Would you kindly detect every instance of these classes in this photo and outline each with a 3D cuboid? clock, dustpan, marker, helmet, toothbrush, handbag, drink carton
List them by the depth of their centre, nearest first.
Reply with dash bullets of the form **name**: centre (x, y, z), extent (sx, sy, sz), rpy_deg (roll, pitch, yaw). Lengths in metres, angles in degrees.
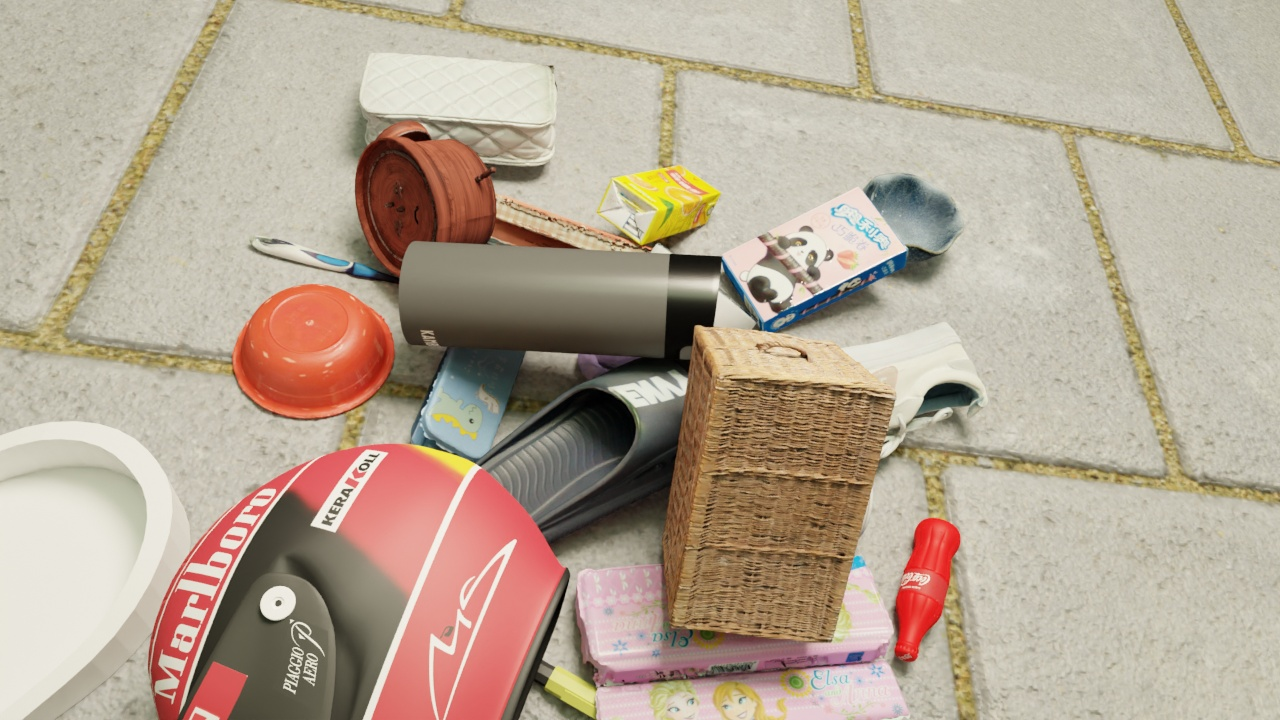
- **helmet**: centre (-0.172, 0.180, 0.550), extent (0.224, 0.198, 0.270), rpy_deg (18, 63, 1)
- **dustpan**: centre (-0.435, 0.151, 0.603), extent (0.191, 0.053, 0.257), rpy_deg (41, 58, 17)
- **marker**: centre (-0.075, 0.219, 0.649), extent (0.124, 0.021, 0.017), rpy_deg (27, 99, 9)
- **clock**: centre (-0.194, -0.142, 0.803), extent (0.158, 0.121, 0.072), rpy_deg (26, 32, 34)
- **toothbrush**: centre (-0.259, -0.086, 0.826), extent (0.189, 0.017, 0.016), rpy_deg (15, 55, -2)
- **drink carton**: centre (0.021, -0.151, 0.884), extent (0.058, 0.043, 0.134), rpy_deg (37, 32, 16)
- **handbag**: centre (-0.181, -0.254, 0.927), extent (0.195, 0.073, 0.138), rpy_deg (3, 47, -9)

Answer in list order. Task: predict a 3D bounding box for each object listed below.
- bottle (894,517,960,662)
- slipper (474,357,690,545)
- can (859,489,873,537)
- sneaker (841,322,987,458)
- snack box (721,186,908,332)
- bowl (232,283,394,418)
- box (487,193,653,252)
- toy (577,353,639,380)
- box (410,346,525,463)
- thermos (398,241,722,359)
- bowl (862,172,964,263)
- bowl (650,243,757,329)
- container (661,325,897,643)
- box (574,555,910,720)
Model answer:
- **bottle**: centre (0.223, 0.181, 0.725), extent (0.036, 0.036, 0.118), rpy_deg (25, 55, 6)
- **slipper**: centre (-0.032, 0.053, 0.706), extent (0.267, 0.083, 0.110), rpy_deg (-29, 55, -13)
- **can**: centre (0.128, 0.108, 0.740), extent (0.105, 0.064, 0.064), rpy_deg (12, 54, -3)
- **sneaker**: centre (0.195, 0.041, 0.785), extent (0.241, 0.090, 0.090), rpy_deg (-17, 62, -22)
- **snack box**: centre (0.165, -0.096, 0.878), extent (0.154, 0.033, 0.088), rpy_deg (-26, 63, -3)
- **bowl**: centre (-0.272, -0.018, 0.759), extent (0.130, 0.045, 0.130), rpy_deg (6, 55, -8)
- **box**: centre (-0.074, -0.109, 0.874), extent (0.188, 0.064, 0.056), rpy_deg (21, 19, 7)
- **toy**: centre (-0.005, 0.005, 0.804), extent (0.080, 0.036, 0.099), rpy_deg (-37, 65, -19)
- **box**: centre (-0.130, -0.010, 0.776), extent (0.068, 0.059, 0.209), rpy_deg (17, 55, -2)
- **thermos**: centre (-0.059, -0.047, 0.719), extent (0.240, 0.082, 0.082), rpy_deg (3, 55, 2)
- **bowl**: centre (0.270, -0.137, 0.944), extent (0.110, 0.055, 0.110), rpy_deg (6, 54, -8)
- **bowl**: centre (0.042, -0.046, 0.813), extent (0.113, 0.113, 0.063), rpy_deg (40, 95, 16)
- **container**: centre (0.083, 0.080, 0.629), extent (0.113, 0.199, 0.112), rpy_deg (6, 21, -8)
- **box**: centre (0.075, 0.214, 0.654), extent (0.230, 0.035, 0.159), rpy_deg (-1, 42, -12)
